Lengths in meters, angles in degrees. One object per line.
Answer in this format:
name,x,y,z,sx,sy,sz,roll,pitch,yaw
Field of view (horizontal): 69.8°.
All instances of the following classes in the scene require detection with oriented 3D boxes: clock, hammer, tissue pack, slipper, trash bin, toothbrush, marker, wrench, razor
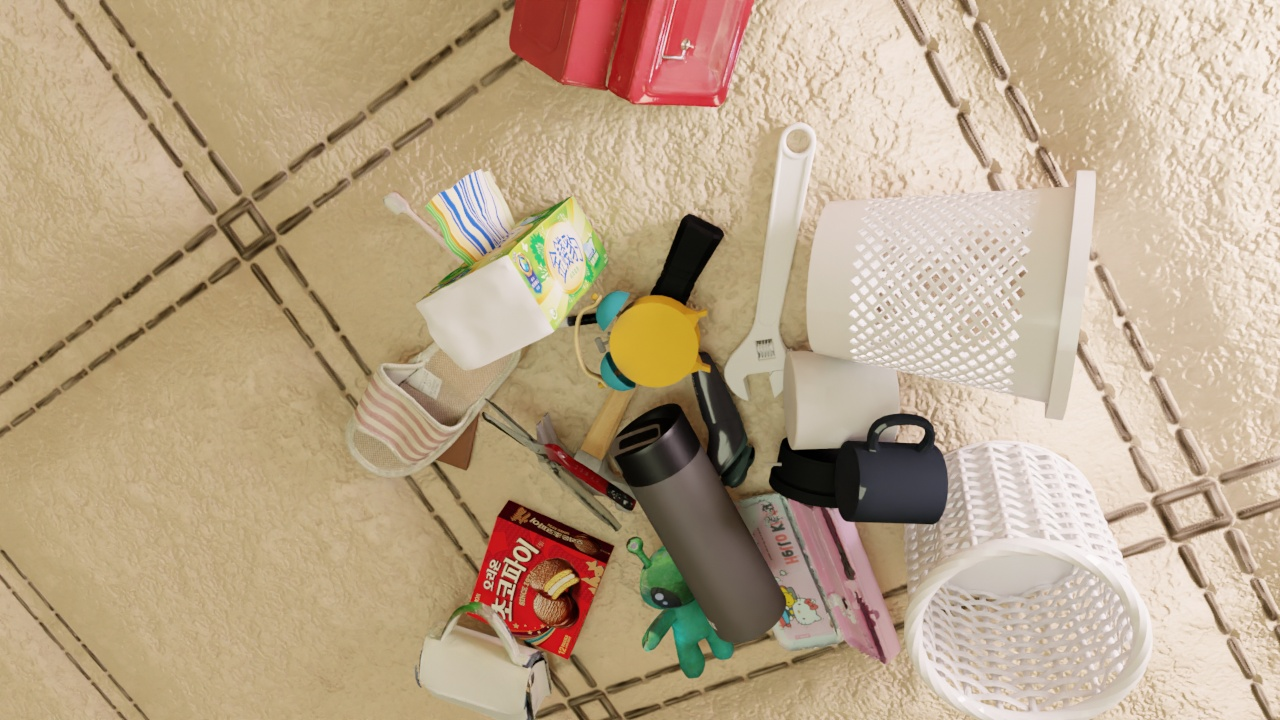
clock,0.001,-0.018,0.875,0.130,0.043,0.099,-1,111,9
hammer,-0.005,0.005,0.929,0.131,0.039,0.329,28,116,3
clock,0.185,0.109,0.893,0.121,0.091,0.042,12,105,17
tissue pack,-0.125,-0.100,0.826,0.120,0.197,0.141,-26,106,17
slipper,-0.227,0.038,0.979,0.263,0.052,0.115,-41,97,23
trash bin,0.252,-0.061,0.759,0.200,0.195,0.196,7,114,23
toothbrush,-0.191,-0.108,0.940,0.181,0.018,0.016,41,117,-5
marker,-0.107,-0.037,0.952,0.152,0.011,0.011,-6,111,18
wrench,0.127,-0.085,0.865,0.066,0.018,0.274,11,114,11
razor,0.078,0.059,0.927,0.052,0.047,0.143,-21,105,-3

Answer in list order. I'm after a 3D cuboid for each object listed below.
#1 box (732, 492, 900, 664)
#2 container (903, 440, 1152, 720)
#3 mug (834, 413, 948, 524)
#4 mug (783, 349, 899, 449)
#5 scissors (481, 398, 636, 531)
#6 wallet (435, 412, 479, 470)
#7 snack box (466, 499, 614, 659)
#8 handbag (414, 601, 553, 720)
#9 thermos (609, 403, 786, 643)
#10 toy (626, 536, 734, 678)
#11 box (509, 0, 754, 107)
box,0.186,0.223,0.969,0.154,0.066,0.201,-6,114,46
container,0.336,0.195,0.833,0.189,0.186,0.189,6,114,13
mug,0.220,0.093,0.799,0.077,0.071,0.105,3,119,-5
mug,0.184,0.042,0.863,0.090,0.091,0.121,-2,155,1
scissors,-0.079,0.112,0.948,0.185,0.015,0.179,7,137,44
wallet,-0.243,0.070,1.032,0.121,0.013,0.087,18,116,7
snack box,-0.118,0.256,1.066,0.132,0.035,0.152,23,117,5
handbag,-0.189,0.353,1.080,0.151,0.073,0.176,13,129,16
thermos,0.058,0.164,0.918,0.082,0.082,0.240,-22,109,22
toy,0.047,0.261,1.010,0.130,0.072,0.193,-26,112,-17
box,-0.017,-0.313,0.770,0.170,0.156,0.157,34,121,30
